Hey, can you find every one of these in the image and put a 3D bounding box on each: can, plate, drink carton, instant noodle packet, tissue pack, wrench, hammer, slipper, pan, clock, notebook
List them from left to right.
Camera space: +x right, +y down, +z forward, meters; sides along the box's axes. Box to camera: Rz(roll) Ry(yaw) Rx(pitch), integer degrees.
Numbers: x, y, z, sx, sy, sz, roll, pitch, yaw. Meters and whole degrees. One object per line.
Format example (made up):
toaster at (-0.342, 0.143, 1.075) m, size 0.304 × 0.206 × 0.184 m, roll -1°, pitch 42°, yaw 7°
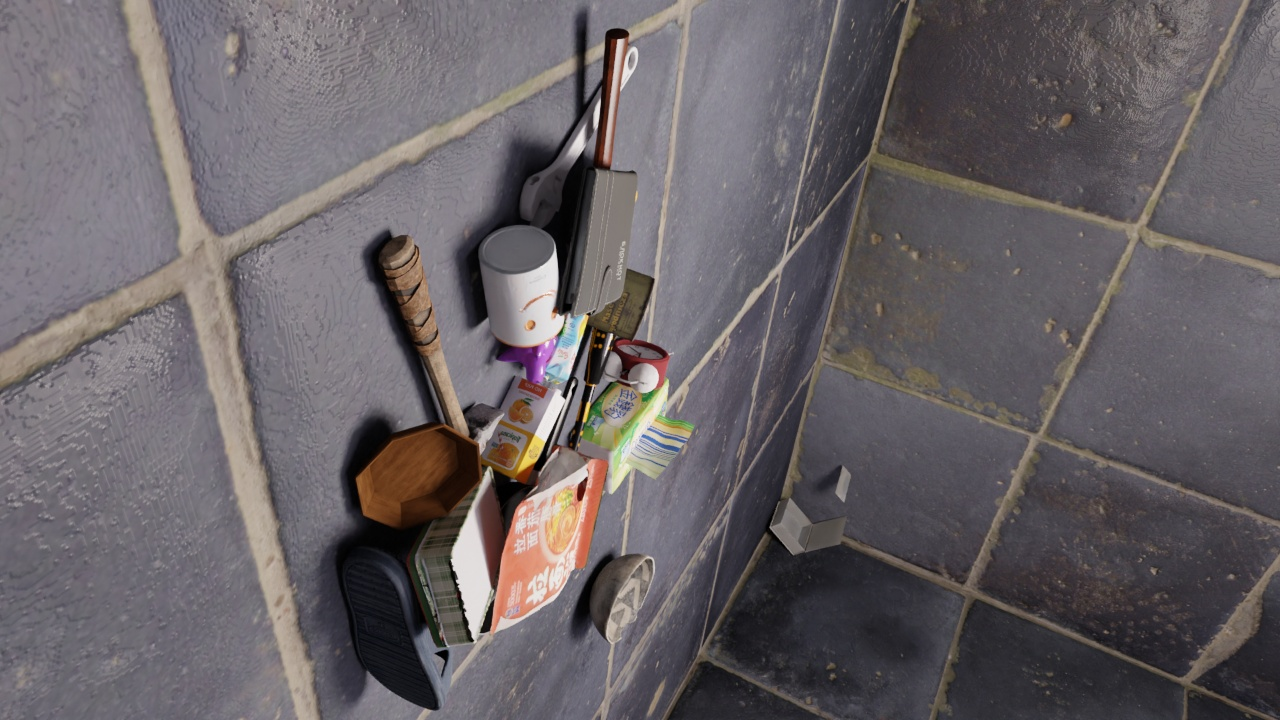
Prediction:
slipper at (-0.254, 0.276, 0.994) m, size 0.082 × 0.101 × 0.264 m, roll -60°, pitch 155°, yaw -47°
plate at (-0.223, 0.111, 0.916) m, size 0.131 × 0.025 × 0.131 m, roll -19°, pitch 133°, yaw -21°
hammer at (-0.203, 0.004, 0.915) m, size 0.319 × 0.049 × 0.121 m, roll 85°, pitch 29°, yaw -49°
pan at (-0.161, 0.185, 1.215) m, size 0.355 × 0.044 × 0.204 m, roll -71°, pitch 159°, yaw -5°
drink carton at (-0.146, 0.082, 1.128) m, size 0.122 × 0.058 × 0.040 m, roll -65°, pitch 161°, yaw -11°
instant noodle packet at (-0.126, 0.214, 1.111) m, size 0.220 × 0.084 × 0.164 m, roll -32°, pitch 138°, yaw -69°
drink carton at (-0.093, -0.033, 1.139) m, size 0.044 × 0.038 × 0.128 m, roll -20°, pitch -130°, yaw 61°
wrench at (-0.065, -0.262, 1.053) m, size 0.272 × 0.018 × 0.066 m, roll -62°, pitch 160°, yaw -23°
hammer at (-0.070, 0.032, 1.293) m, size 0.123 × 0.036 × 0.320 m, roll -148°, pitch -107°, yaw -78°
hammer at (-0.044, -0.237, 1.072) m, size 0.110 × 0.028 × 0.301 m, roll -58°, pitch 164°, yaw -46°
notebook at (-0.043, -0.135, 1.049) m, size 0.208 × 0.029 × 0.169 m, roll -34°, pitch 135°, yaw -72°
can at (-0.031, -0.079, 1.213) m, size 0.090 × 0.074 × 0.090 m, roll -162°, pitch -88°, yaw -85°
clock at (-0.008, 0.008, 1.379) m, size 0.137 × 0.096 × 0.048 m, roll -34°, pitch 141°, yaw -64°
tissue pack at (-0.003, 0.115, 1.433) m, size 0.197 × 0.141 × 0.120 m, roll -55°, pitch 157°, yaw -37°

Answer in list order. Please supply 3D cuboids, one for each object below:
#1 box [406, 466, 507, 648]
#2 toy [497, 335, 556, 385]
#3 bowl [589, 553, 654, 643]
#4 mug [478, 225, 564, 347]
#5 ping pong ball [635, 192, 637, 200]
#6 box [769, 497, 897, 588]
box at (-0.192, 0.207, 0.997) m, size 0.205 × 0.050 × 0.118 m, roll -82°, pitch 164°, yaw -68°
toy at (-0.127, -0.027, 1.070) m, size 0.106 × 0.056 × 0.088 m, roll -124°, pitch -126°, yaw -70°
bowl at (-0.049, 0.441, 1.752) m, size 0.177 × 0.081 × 0.179 m, roll -52°, pitch 155°, yaw -37°
mug at (-0.126, -0.079, 0.976) m, size 0.082 × 0.082 × 0.105 m, roll -54°, pitch 155°, yaw -37°
ping pong ball at (-0.024, -0.214, 1.180) m, size 0.040 × 0.040 × 0.040 m, roll -54°, pitch 156°, yaw -37°
box at (0.770, 0.721, 3.650) m, size 0.166 × 0.513 × 0.173 m, roll -58°, pitch 160°, yaw -50°
